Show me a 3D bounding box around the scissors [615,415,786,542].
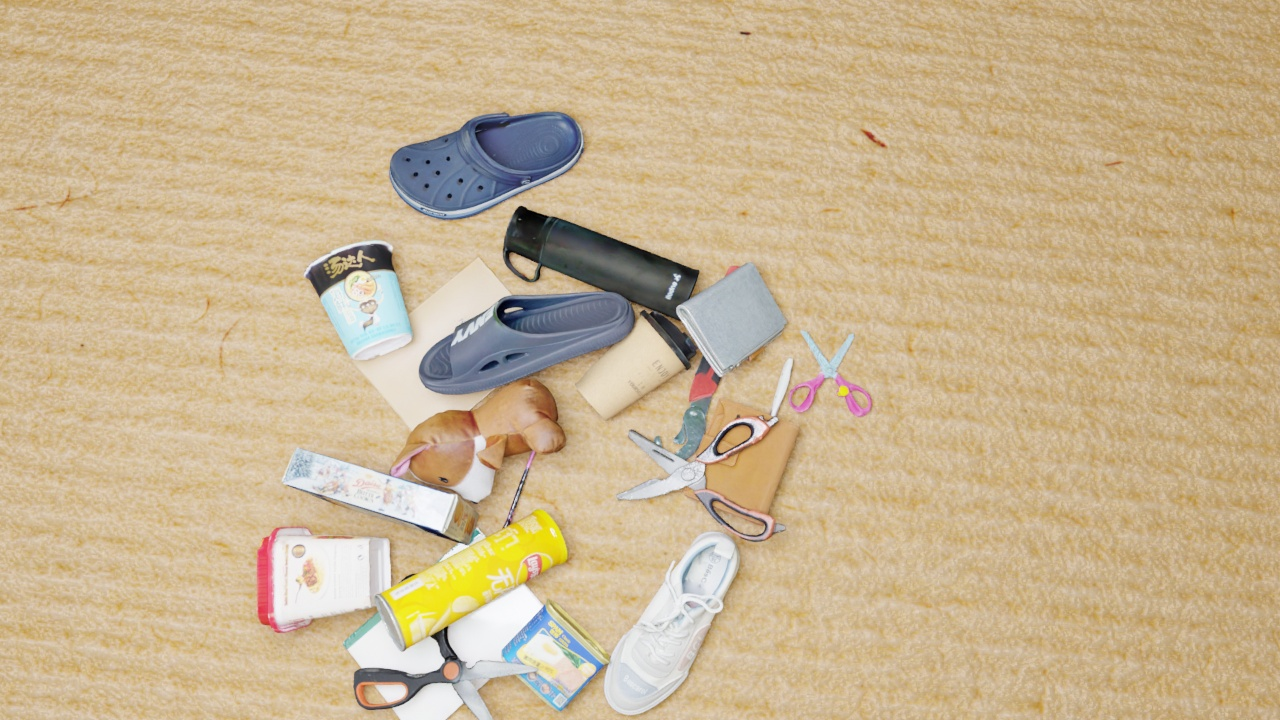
[{"bbox_3d":[0.077,0.143,1.105,0.223,0.015,0.189,-25,73,9],"label":"scissors"}]

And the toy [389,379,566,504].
[{"bbox_3d":[-0.187,0.100,1.075,0.199,0.140,0.130,-12,84,-3],"label":"toy"}]

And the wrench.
[{"bbox_3d":[0.084,0.006,1.162,0.056,0.016,0.273,22,81,2],"label":"wrench"}]

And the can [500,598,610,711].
[{"bbox_3d":[-0.100,0.344,1.070,0.083,0.057,0.102,-45,97,-6],"label":"can"}]

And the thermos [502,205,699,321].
[{"bbox_3d":[-0.053,-0.114,1.158,0.242,0.068,0.090,21,99,4],"label":"thermos"}]

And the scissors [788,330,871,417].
[{"bbox_3d":[0.235,0.020,1.162,0.134,0.017,0.133,-30,80,-11],"label":"scissors"}]

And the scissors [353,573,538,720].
[{"bbox_3d":[-0.232,0.349,1.054,0.232,0.022,0.220,-26,68,6],"label":"scissors"}]

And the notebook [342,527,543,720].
[{"bbox_3d":[-0.229,0.325,1.098,0.209,0.012,0.150,-40,82,-9],"label":"notebook"}]

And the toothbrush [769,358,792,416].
[{"bbox_3d":[0.166,0.085,1.150,0.017,0.016,0.187,18,80,-6],"label":"toothbrush"}]

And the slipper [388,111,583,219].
[{"bbox_3d":[-0.192,-0.255,1.162,0.252,0.095,0.105,-16,78,-8],"label":"slipper"}]

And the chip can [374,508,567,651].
[{"bbox_3d":[-0.189,0.247,1.045,0.212,0.072,0.072,-25,81,-29],"label":"chip can"}]

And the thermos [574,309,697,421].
[{"bbox_3d":[-0.007,0.007,1.125,0.143,0.093,0.093,-40,83,-1],"label":"thermos"}]

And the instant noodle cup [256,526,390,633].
[{"bbox_3d":[-0.359,0.246,1.052,0.124,0.116,0.116,-5,80,1],"label":"instant noodle cup"}]

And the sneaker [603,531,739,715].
[{"bbox_3d":[0.042,0.309,1.070,0.089,0.091,0.242,33,81,5],"label":"sneaker"}]

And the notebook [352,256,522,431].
[{"bbox_3d":[-0.238,-0.013,1.160,0.207,0.008,0.148,-41,84,-8],"label":"notebook"}]

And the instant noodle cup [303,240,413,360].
[{"bbox_3d":[-0.333,-0.069,1.117,0.111,0.111,0.120,-23,84,-6],"label":"instant noodle cup"}]

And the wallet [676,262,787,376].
[{"bbox_3d":[0.116,-0.049,1.138,0.129,0.037,0.106,-34,95,-33],"label":"wallet"}]

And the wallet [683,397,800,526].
[{"bbox_3d":[0.123,0.123,1.125,0.108,0.031,0.131,21,80,13],"label":"wallet"}]

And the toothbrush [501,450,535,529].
[{"bbox_3d":[-0.155,0.183,1.120,0.018,0.014,0.189,22,76,-8],"label":"toothbrush"}]

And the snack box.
[{"bbox_3d":[-0.285,0.157,1.037,0.182,0.178,0.045,16,74,2],"label":"snack box"}]

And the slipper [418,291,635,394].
[{"bbox_3d":[-0.142,-0.043,1.095,0.268,0.083,0.110,-16,39,0],"label":"slipper"}]
